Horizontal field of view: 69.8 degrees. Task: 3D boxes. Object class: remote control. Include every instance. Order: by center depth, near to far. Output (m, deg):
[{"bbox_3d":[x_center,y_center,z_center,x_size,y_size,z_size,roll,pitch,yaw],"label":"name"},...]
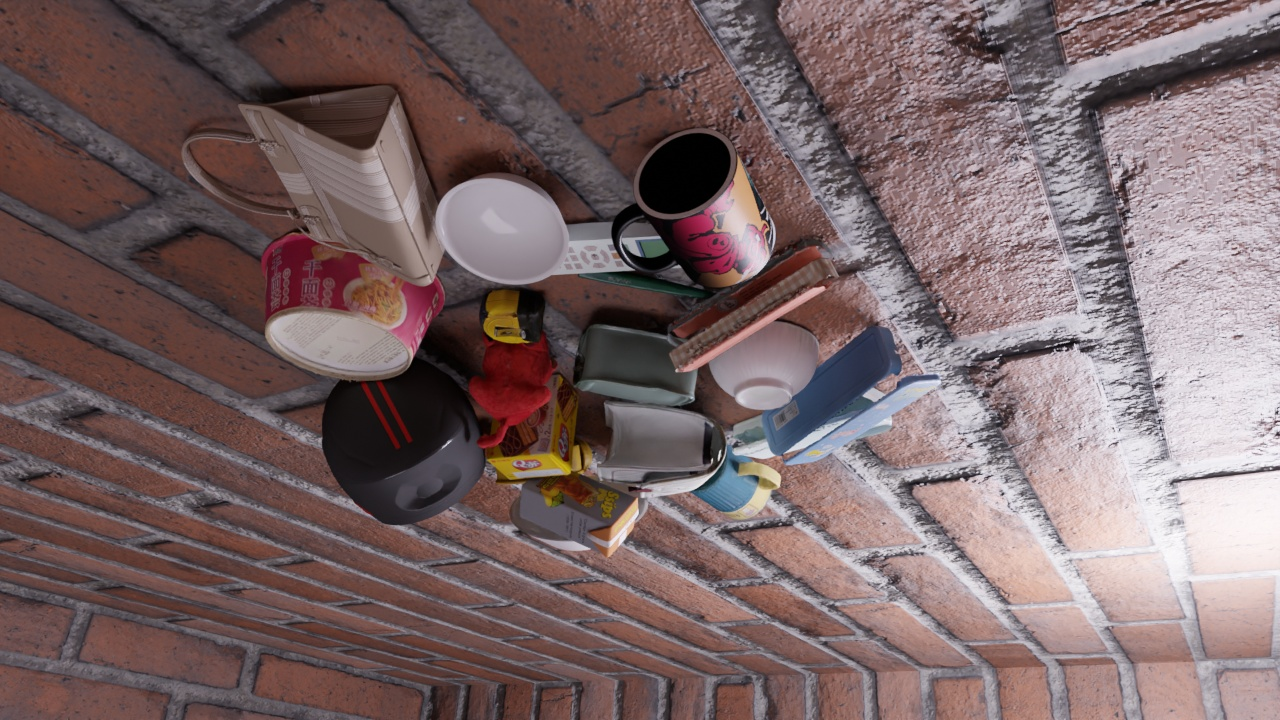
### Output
[{"bbox_3d":[-0.036,-0.101,0.807,0.143,0.024,0.049,-2,152,14],"label":"remote control"}]

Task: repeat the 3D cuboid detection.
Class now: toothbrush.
[{"bbox_3d":[0.035,-0.070,0.866,0.189,0.016,0.017,10,154,-11],"label":"toothbrush"}]

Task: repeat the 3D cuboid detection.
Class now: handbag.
[{"bbox_3d":[-0.273,-0.147,0.740,0.198,0.062,0.176,10,153,7],"label":"handbag"},{"bbox_3d":[-0.006,0.006,0.958,0.122,0.067,0.106,9,167,-8],"label":"handbag"},{"bbox_3d":[0.022,0.110,1.076,0.142,0.096,0.199,8,167,2],"label":"handbag"}]

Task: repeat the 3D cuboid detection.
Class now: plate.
[{"bbox_3d":[-0.077,0.201,1.163,0.174,0.173,0.036,0,109,8],"label":"plate"}]

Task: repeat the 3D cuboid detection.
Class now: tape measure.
[{"bbox_3d":[-0.129,-0.041,0.919,0.064,0.037,0.066,7,152,-6],"label":"tape measure"}]

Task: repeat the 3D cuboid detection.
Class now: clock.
[{"bbox_3d":[-0.127,0.132,1.198,0.114,0.052,0.151,-8,178,20],"label":"clock"}]

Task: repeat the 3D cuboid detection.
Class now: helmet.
[{"bbox_3d":[-0.265,0.078,1.009,0.164,0.170,0.265,-29,-161,-14],"label":"helmet"}]

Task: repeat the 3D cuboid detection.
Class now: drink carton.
[{"bbox_3d":[-0.072,0.173,1.079,0.125,0.076,0.049,20,123,20],"label":"drink carton"}]

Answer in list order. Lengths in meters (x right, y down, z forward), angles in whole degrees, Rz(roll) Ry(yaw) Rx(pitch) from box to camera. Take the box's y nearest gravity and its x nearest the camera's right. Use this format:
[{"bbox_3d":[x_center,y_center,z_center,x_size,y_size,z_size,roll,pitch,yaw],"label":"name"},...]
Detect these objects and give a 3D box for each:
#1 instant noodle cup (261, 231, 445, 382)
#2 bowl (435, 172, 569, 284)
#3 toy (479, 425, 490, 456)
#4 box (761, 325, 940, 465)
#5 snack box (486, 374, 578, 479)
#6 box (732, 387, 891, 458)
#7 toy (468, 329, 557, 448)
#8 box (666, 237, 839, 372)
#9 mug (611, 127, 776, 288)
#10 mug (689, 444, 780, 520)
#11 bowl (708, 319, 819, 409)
[{"bbox_3d":[-0.286,-0.043,0.894,0.178,0.077,0.179,3,153,2],"label":"instant noodle cup"},{"bbox_3d":[-0.110,-0.118,0.760,0.110,0.040,0.110,5,138,5],"label":"bowl"},{"bbox_3d":[-0.238,0.107,1.205,0.128,0.065,0.095,-10,154,4],"label":"toy"},{"bbox_3d":[0.218,0.039,0.985,0.077,0.074,0.210,2,150,-33],"label":"box"},{"bbox_3d":[-0.124,0.077,1.070,0.084,0.105,0.061,-7,149,19],"label":"snack box"},{"bbox_3d":[0.203,0.078,1.104,0.082,0.066,0.200,-3,164,-46],"label":"box"},{"bbox_3d":[-0.131,0.036,0.981,0.088,0.132,0.094,12,163,9],"label":"toy"},{"bbox_3d":[0.100,-0.054,0.851,0.189,0.062,0.058,-31,156,31],"label":"box"},{"bbox_3d":[0.035,-0.108,0.712,0.118,0.081,0.098,-25,145,13],"label":"mug"},{"bbox_3d":[0.123,0.152,1.205,0.114,0.083,0.107,-11,146,37],"label":"mug"},{"bbox_3d":[0.128,0.012,0.961,0.118,0.062,0.118,3,152,2],"label":"bowl"}]
